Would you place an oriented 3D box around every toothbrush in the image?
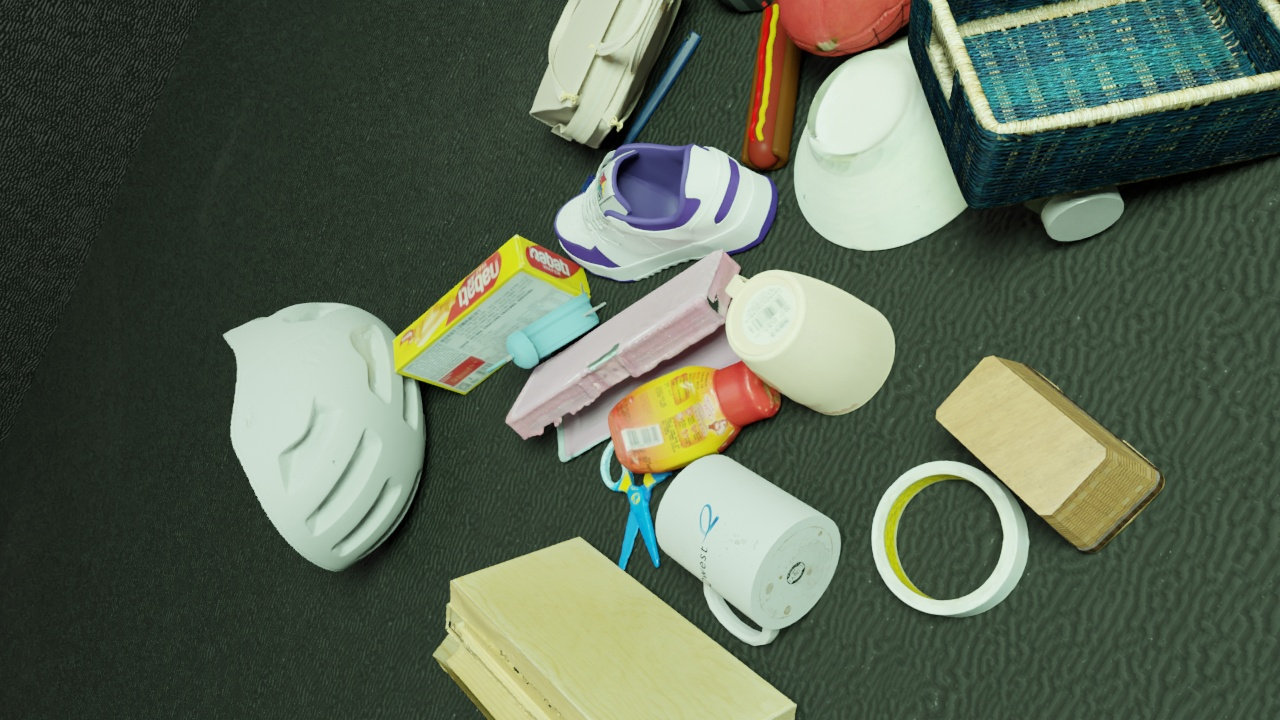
[{"bbox_3d":[-0.002,-0.236,0.894,0.190,0.017,0.016,-55,47,14],"label":"toothbrush"}]

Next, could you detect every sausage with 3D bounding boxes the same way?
[{"bbox_3d":[0.112,-0.232,0.764,0.040,0.040,0.155,-3,72,44],"label":"sausage"}]

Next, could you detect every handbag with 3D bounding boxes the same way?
[{"bbox_3d":[-0.020,-0.293,0.837,0.194,0.101,0.198,-65,17,3],"label":"handbag"}]

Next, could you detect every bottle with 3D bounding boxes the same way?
[{"bbox_3d":[0.042,0.040,0.708,0.134,0.048,0.071,-24,71,28],"label":"bottle"},{"bbox_3d":[0.256,-0.130,0.567,0.060,0.060,0.108,-28,56,34],"label":"bottle"}]

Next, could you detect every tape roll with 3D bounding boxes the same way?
[{"bbox_3d":[0.189,0.110,0.567,0.094,0.019,0.094,-19,61,39],"label":"tape roll"}]

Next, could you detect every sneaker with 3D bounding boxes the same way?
[{"bbox_3d":[-0.010,-0.132,0.792,0.245,0.111,0.091,-3,72,44],"label":"sneaker"}]

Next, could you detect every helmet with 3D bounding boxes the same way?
[{"bbox_3d":[-0.321,0.072,0.941,0.184,0.224,0.281,-14,54,16],"label":"helmet"}]

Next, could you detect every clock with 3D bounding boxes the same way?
[{"bbox_3d":[-0.091,-0.024,0.845,0.123,0.087,0.042,-31,94,9],"label":"clock"}]

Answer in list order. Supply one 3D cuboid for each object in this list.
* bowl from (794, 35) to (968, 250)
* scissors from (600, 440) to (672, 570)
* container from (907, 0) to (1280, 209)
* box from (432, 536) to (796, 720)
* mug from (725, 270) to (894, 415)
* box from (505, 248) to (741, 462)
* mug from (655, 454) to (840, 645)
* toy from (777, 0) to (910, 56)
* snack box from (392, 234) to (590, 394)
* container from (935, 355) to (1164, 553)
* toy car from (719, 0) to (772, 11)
[{"bbox_3d":[0.173,-0.172,0.667,0.177,0.057,0.176,-18,62,39],"label":"bowl"},{"bbox_3d":[-0.008,0.115,0.764,0.109,0.018,0.131,5,76,48],"label":"scissors"},{"bbox_3d":[0.259,-0.173,0.512,0.187,0.071,0.145,-10,62,4],"label":"container"},{"bbox_3d":[-0.036,0.253,0.657,0.249,0.141,0.179,25,99,47],"label":"box"},{"bbox_3d":[0.105,-0.024,0.641,0.085,0.104,0.111,-55,46,13],"label":"mug"},{"bbox_3d":[-0.002,0.005,0.788,0.233,0.080,0.098,-32,19,31],"label":"box"},{"bbox_3d":[0.071,0.139,0.638,0.096,0.083,0.120,29,123,46],"label":"mug"},{"bbox_3d":[0.172,-0.313,0.671,0.148,0.099,0.215,0,55,51],"label":"toy"},{"bbox_3d":[-0.150,-0.040,0.908,0.201,0.092,0.042,-35,52,30],"label":"snack box"},{"bbox_3d":[0.226,0.048,0.525,0.063,0.061,0.114,-52,45,16],"label":"container"},{"bbox_3d":[0.081,-0.344,0.836,0.036,0.042,0.091,-55,45,10],"label":"toy car"}]
